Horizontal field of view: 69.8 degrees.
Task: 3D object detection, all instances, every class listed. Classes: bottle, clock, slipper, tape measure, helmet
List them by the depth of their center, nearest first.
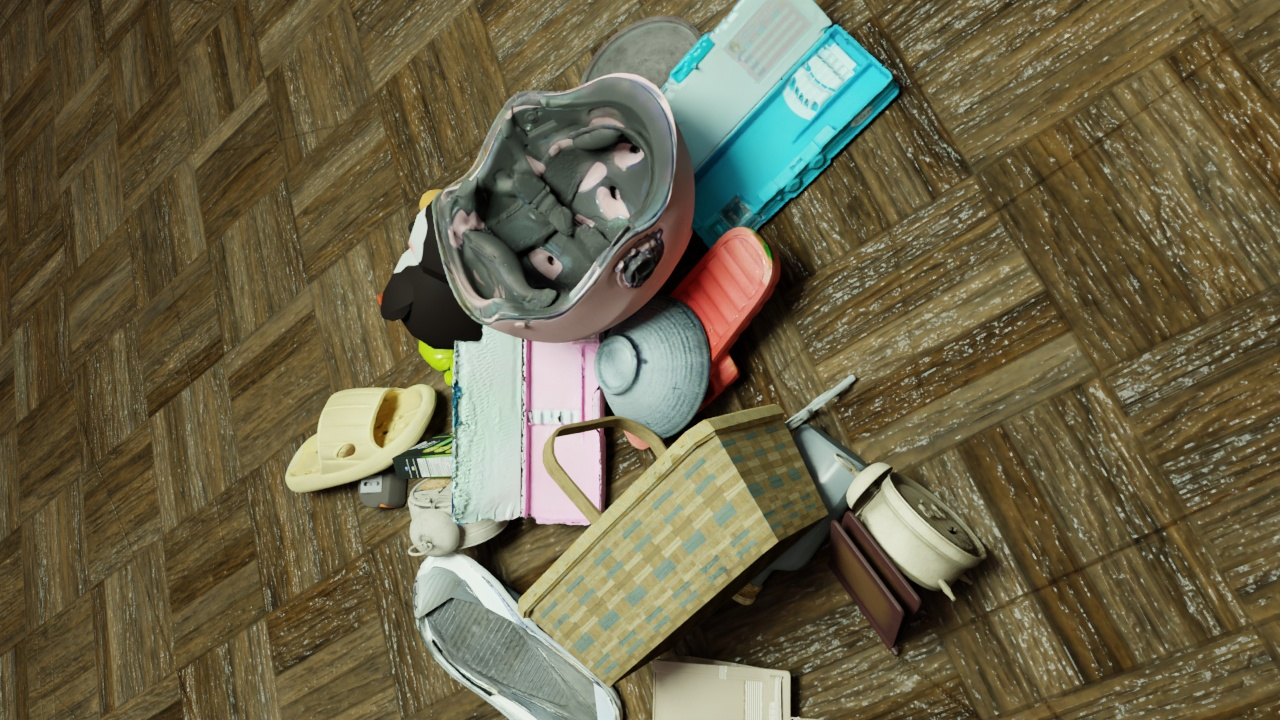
[{"bbox_3d":[0.202,0.125,0.719,0.141,0.092,0.055,44,108,23],"label":"clock"},{"bbox_3d":[0.126,0.139,0.797,0.072,0.046,0.161,39,101,34],"label":"bottle"},{"bbox_3d":[-0.050,-0.126,0.833,0.255,0.152,0.230,-50,51,7],"label":"helmet"},{"bbox_3d":[0.057,-0.018,0.873,0.249,0.059,0.103,-56,52,28],"label":"slipper"},{"bbox_3d":[-0.125,0.293,0.923,0.264,0.063,0.111,33,98,22],"label":"slipper"},{"bbox_3d":[-0.198,0.156,0.946,0.103,0.156,0.061,-4,107,15],"label":"clock"},{"bbox_3d":[-0.354,0.089,1.092,0.262,0.079,0.111,-23,41,33],"label":"slipper"},{"bbox_3d":[-0.310,0.147,1.093,0.059,0.038,0.058,-8,75,32],"label":"tape measure"}]

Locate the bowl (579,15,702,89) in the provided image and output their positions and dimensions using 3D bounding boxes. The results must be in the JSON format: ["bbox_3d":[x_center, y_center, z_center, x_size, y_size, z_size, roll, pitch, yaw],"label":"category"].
[{"bbox_3d":[0.013,-0.276,0.951,0.145,0.067,0.144,-12,65,26],"label":"bowl"}]

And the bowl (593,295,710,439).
[{"bbox_3d":[-0.005,0.005,0.851,0.137,0.057,0.137,-4,85,45],"label":"bowl"}]

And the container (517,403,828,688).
[{"bbox_3d":[0.008,0.123,0.763,0.251,0.157,0.186,-48,69,25],"label":"container"}]

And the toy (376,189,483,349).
[{"bbox_3d":[-0.192,-0.101,0.984,0.140,0.158,0.185,46,142,16],"label":"toy"}]

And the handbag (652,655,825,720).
[{"bbox_3d":[0.107,0.344,0.760,0.198,0.062,0.175,-5,76,28],"label":"handbag"}]

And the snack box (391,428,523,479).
[{"bbox_3d":[-0.187,0.100,0.994,0.148,0.080,0.025,-7,102,32],"label":"snack box"}]

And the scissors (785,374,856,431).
[{"bbox_3d":[0.122,0.064,0.832,0.014,0.117,0.162,55,147,4],"label":"scissors"}]

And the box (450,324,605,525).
[{"bbox_3d":[-0.112,0.049,0.920,0.063,0.160,0.230,171,100,-75],"label":"box"}]

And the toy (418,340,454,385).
[{"bbox_3d":[-0.225,-0.018,1.078,0.094,0.036,0.094,8,90,30],"label":"toy"}]

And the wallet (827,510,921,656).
[{"bbox_3d":[0.180,0.176,0.720,0.018,0.116,0.091,-29,60,-10],"label":"wallet"}]

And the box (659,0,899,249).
[{"bbox_3d":[0.108,-0.232,0.878,0.170,0.085,0.228,45,108,-1],"label":"box"}]
